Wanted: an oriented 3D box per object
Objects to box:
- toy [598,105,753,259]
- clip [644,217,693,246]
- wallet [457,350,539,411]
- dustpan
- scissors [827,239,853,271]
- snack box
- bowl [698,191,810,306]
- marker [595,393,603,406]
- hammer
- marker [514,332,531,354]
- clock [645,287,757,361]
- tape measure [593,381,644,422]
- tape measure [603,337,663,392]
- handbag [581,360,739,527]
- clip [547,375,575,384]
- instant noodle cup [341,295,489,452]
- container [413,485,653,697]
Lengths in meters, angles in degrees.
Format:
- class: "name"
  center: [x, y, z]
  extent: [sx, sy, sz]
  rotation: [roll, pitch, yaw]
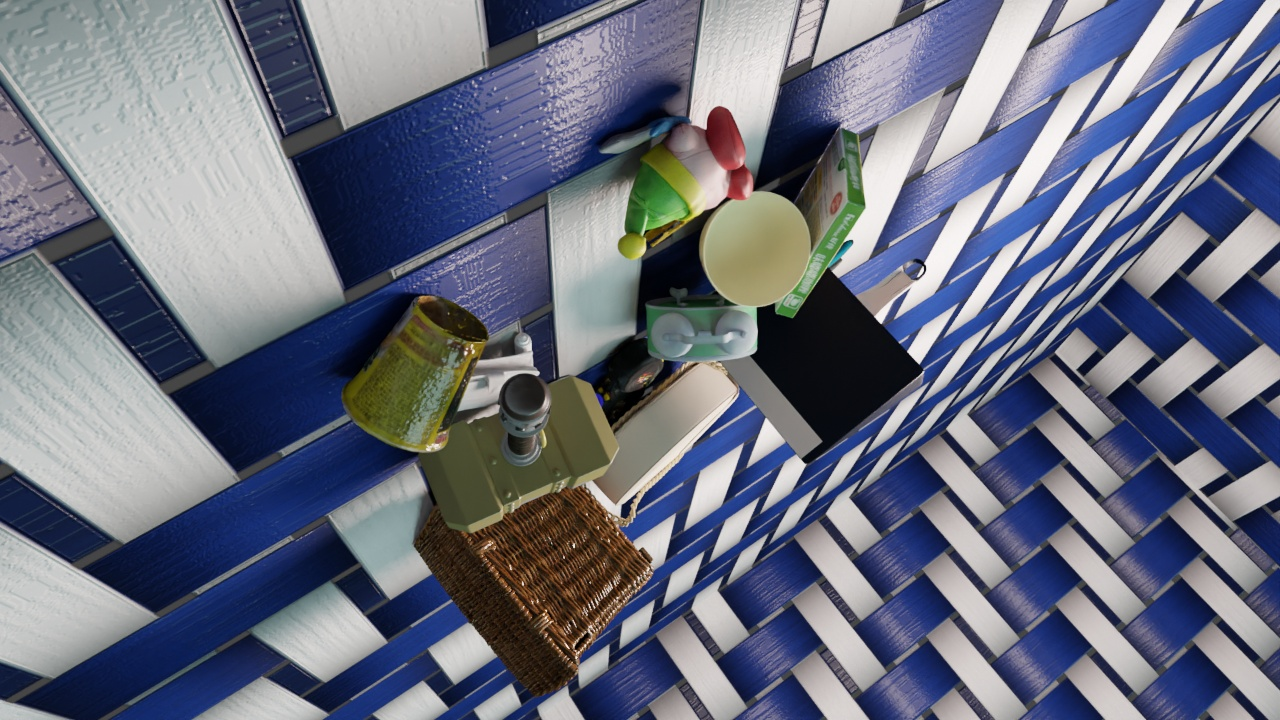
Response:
- class: "toy"
  center: [0.031, -0.153, 0.791]
  extent: [0.131, 0.096, 0.124]
  rotation: [-19, 151, 4]
- class: "clip"
  center: [0.031, -0.132, 0.900]
  extent: [0.053, 0.035, 0.046]
  rotation: [-34, 165, -6]
- class: "wallet"
  center: [-0.160, 0.029, 0.896]
  extent: [0.116, 0.032, 0.086]
  rotation: [-11, 158, -41]
- class: "dustpan"
  center: [0.236, -0.043, 1.112]
  extent: [0.273, 0.236, 0.080]
  rotation: [-40, 159, 4]
- class: "scissors"
  center: [0.234, -0.118, 1.240]
  extent: [0.149, 0.019, 0.122]
  rotation: [-46, 166, 19]
- class: "snack box"
  center: [0.192, -0.149, 1.004]
  extent: [0.027, 0.131, 0.168]
  rotation: [17, 137, -10]
- class: "bowl"
  center: [0.110, -0.121, 0.970]
  extent: [0.118, 0.118, 0.074]
  rotation: [-36, -160, -4]
- class: "marker"
  center: [-0.068, 0.072, 1.124]
  extent: [0.020, 0.020, 0.142]
  rotation: [-28, 168, -23]
- class: "hammer"
  center: [-0.110, 0.069, 0.847]
  extent: [0.190, 0.100, 0.325]
  rotation: [-22, 169, -13]
- class: "marker"
  center: [-0.121, 0.009, 0.962]
  extent: [0.134, 0.017, 0.020]
  rotation: [100, 10, -59]
- class: "clock"
  center: [0.067, -0.038, 0.988]
  extent: [0.122, 0.075, 0.161]
  rotation: [-2, -170, 2]
- class: "tape measure"
  center: [-0.037, 0.051, 1.141]
  extent: [0.067, 0.038, 0.063]
  rotation: [-6, 142, -54]
- class: "tape measure"
  center: [-0.007, 0.006, 1.099]
  extent: [0.071, 0.042, 0.072]
  rotation: [-7, 147, -50]
- class: "handbag"
  center: [0.030, 0.103, 1.208]
  extent: [0.208, 0.103, 0.211]
  rotation: [-39, 171, -31]
- class: "clip"
  center: [-0.137, 0.071, 1.045]
  extent: [0.163, 0.028, 0.108]
  rotation: [-39, 157, -2]
- class: "instant noodle cup"
  center: [-0.184, 0.007, 0.773]
  extent: [0.108, 0.102, 0.102]
  rotation: [-56, 153, 18]
- class: "container"
  center: [-0.122, 0.250, 1.130]
  extent: [0.182, 0.250, 0.163]
  rotation: [-35, 171, -35]
